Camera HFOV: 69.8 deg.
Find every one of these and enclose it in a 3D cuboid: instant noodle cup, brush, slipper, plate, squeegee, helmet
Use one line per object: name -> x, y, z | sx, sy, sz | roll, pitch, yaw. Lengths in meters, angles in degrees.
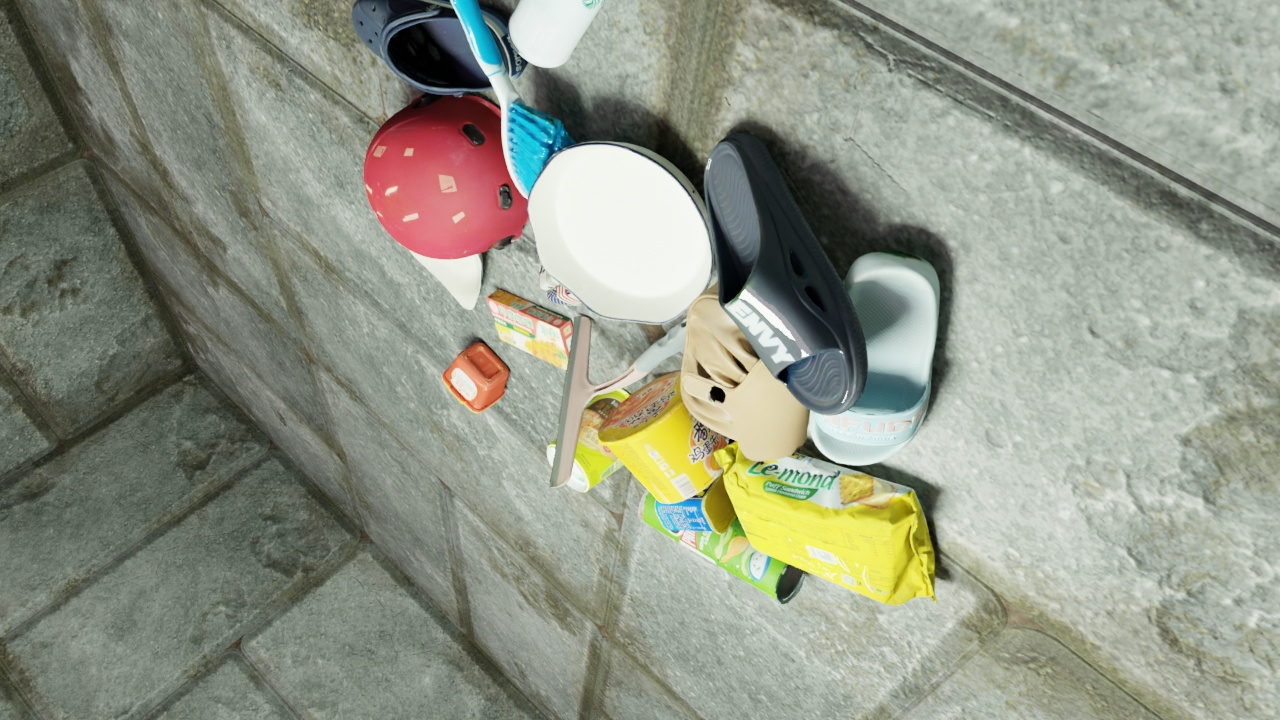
instant noodle cup -> -0.058, 0.113, 1.247 | 0.112, 0.123, 0.112 | 34, 146, 26
brush -> -0.125, -0.258, 0.932 | 0.109, 0.060, 0.315 | 37, 160, 22
slipper -> -0.232, -0.340, 1.005 | 0.253, 0.095, 0.105 | 23, 139, 33
plate -> -0.276, -0.165, 1.316 | 0.164, 0.034, 0.164 | 44, 150, 10
squeegee -> -0.006, 0.006, 1.058 | 0.040, 0.247, 0.250 | 27, 142, -29
instant noodle cup -> 0.036, 0.095, 1.093 | 0.110, 0.137, 0.138 | 55, 150, -17
slipper -> 0.206, 0.014, 0.805 | 0.104, 0.074, 0.246 | 11, 135, 13
slipper -> 0.099, -0.070, 0.786 | 0.268, 0.083, 0.111 | 69, 154, 15
helmet -> -0.244, -0.213, 1.117 | 0.240, 0.143, 0.207 | 0, 122, 52
plate -> -0.016, -0.133, 0.940 | 0.205, 0.045, 0.205 | 16, 130, 19

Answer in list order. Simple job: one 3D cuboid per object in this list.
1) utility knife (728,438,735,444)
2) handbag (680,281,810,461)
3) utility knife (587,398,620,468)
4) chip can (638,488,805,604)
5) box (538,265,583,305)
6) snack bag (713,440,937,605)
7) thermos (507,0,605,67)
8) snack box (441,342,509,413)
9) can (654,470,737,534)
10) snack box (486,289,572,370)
utility knife -> 0.177, 0.122, 1.049 | 0.202, 0.015, 0.033 | 16, 139, 44
handbag -> 0.108, 0.013, 0.933 | 0.148, 0.099, 0.205 | 33, 146, 25
utility knife -> -0.063, 0.088, 1.335 | 0.029, 0.013, 0.183 | 15, 135, 50
chip can -> 0.107, 0.236, 1.218 | 0.236, 0.072, 0.072 | 25, 142, 36
box -> -0.060, -0.107, 1.090 | 0.086, 0.075, 0.163 | 28, 156, -27
snack bag -> 0.203, 0.181, 1.009 | 0.247, 0.068, 0.158 | 14, 143, 40
thermos -> -0.046, -0.337, 0.780 | 0.073, 0.073, 0.225 | 52, 150, -4
snack box -> -0.262, 0.025, 1.470 | 0.091, 0.081, 0.080 | 45, 140, 7
can -> 0.077, 0.165, 1.129 | 0.083, 0.101, 0.057 | -8, 119, 41
snack box -> -0.150, -0.043, 1.291 | 0.156, 0.027, 0.077 | 24, 140, 38
